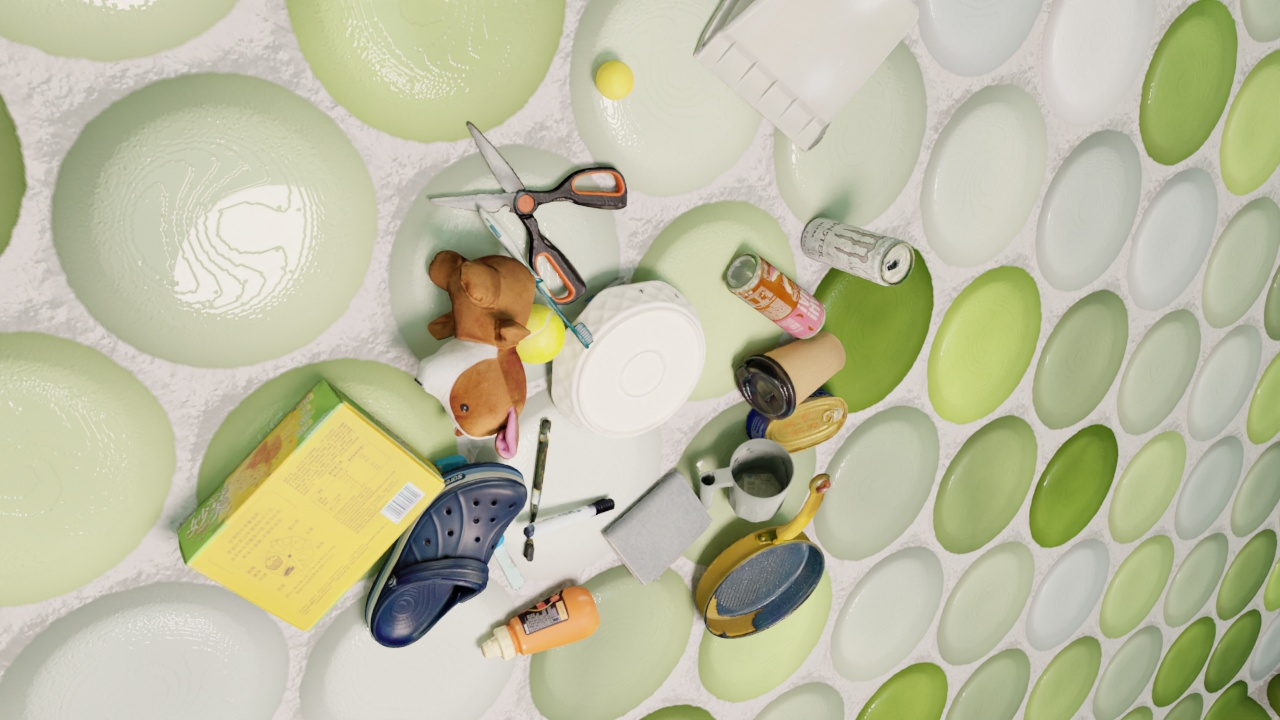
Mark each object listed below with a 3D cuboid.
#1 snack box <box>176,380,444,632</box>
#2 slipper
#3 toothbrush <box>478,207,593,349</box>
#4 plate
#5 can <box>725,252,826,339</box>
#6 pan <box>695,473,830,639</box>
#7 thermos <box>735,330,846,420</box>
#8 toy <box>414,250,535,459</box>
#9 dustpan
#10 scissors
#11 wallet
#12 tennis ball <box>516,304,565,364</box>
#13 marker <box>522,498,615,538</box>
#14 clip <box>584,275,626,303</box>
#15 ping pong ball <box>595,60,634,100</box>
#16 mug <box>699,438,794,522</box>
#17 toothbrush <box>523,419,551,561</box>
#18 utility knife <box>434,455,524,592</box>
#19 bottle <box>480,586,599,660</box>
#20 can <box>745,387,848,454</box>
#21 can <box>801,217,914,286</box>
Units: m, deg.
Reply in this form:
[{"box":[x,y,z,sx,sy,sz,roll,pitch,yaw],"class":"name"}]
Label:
[{"box":[-0.329,0.148,0.928,0.210,0.070,0.157,-48,128,-8],"class":"snack box"},{"box":[-0.216,0.222,1.005,0.105,0.095,0.253,28,104,-43],"class":"slipper"},{"box":[-0.107,-0.086,0.966,0.018,0.016,0.191,-40,113,-6],"class":"toothbrush"},{"box":[-0.006,0.006,1.080,0.204,0.045,0.205,-17,126,-24],"class":"plate"},{"box":[0.174,-0.081,1.171,0.147,0.058,0.058,30,91,-38],"class":"can"},{"box":[0.189,0.265,1.256,0.197,0.078,0.358,-10,130,-24],"class":"pan"},{"box":[0.203,0.015,1.217,0.143,0.093,0.093,-29,123,-31],"class":"thermos"},{"box":[-0.165,-0.007,0.925,0.130,0.140,0.200,-9,107,-28],"class":"toy"},{"box":[0.206,-0.426,1.081,0.222,0.142,0.258,28,122,-38],"class":"dustpan"},{"box":[-0.107,-0.160,0.980,0.232,0.022,0.221,-26,117,-23],"class":"scissors"},{"box":[0.025,0.224,1.216,0.129,0.037,0.106,-40,115,-14],"class":"wallet"},{"box":[-0.114,-0.029,0.999,0.065,0.065,0.065,-13,116,-29],"class":"tennis ball"},{"box":[-0.087,0.193,1.126,0.130,0.023,0.018,-12,104,-37],"class":"marker"},{"box":[-0.036,-0.076,1.058,0.057,0.025,0.036,-39,118,-19],"class":"clip"},{"box":[-0.027,-0.293,0.961,0.040,0.040,0.040,-13,116,-29],"class":"ping pong ball"},{"box":[0.138,0.166,1.222,0.124,0.083,0.103,-10,152,-3],"class":"mug"},{"box":[-0.123,0.158,1.101,0.012,0.017,0.186,4,108,-18],"class":"toothbrush"},{"box":[-0.181,0.197,1.078,0.034,0.018,0.223,-26,122,-10],"class":"utility knife"},{"box":[-0.127,0.336,1.149,0.149,0.067,0.067,-18,119,-18],"class":"bottle"},{"box":[0.217,0.083,1.274,0.148,0.049,0.075,-15,117,-28],"class":"can"},{"box":[0.271,-0.138,1.156,0.058,0.147,0.058,-13,116,-29],"class":"can"}]
